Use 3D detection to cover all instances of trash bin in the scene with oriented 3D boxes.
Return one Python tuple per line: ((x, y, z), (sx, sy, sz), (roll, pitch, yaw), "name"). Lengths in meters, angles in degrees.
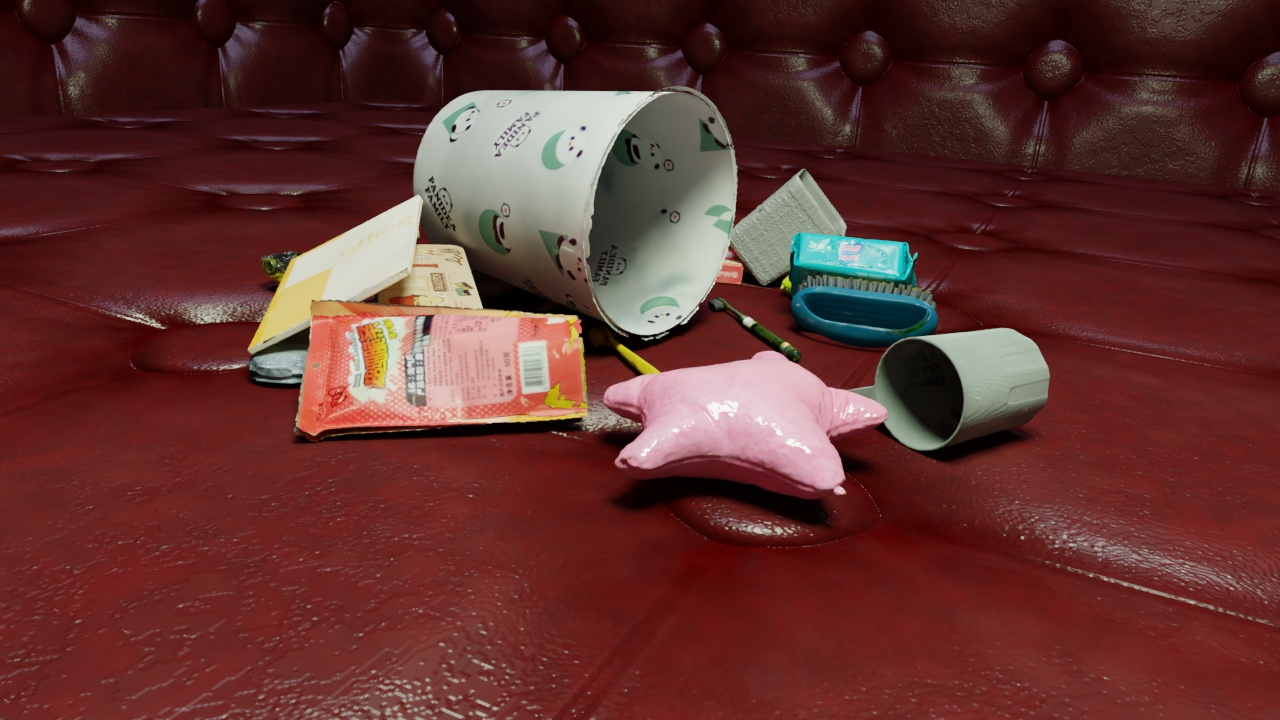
((-0.071, -0.161, 0.898), (0.252, 0.230, 0.228), (18, 24, 34), "trash bin")

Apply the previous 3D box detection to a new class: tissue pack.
((0.223, -0.087, 0.967), (0.133, 0.093, 0.050), (10, 62, 15), "tissue pack")

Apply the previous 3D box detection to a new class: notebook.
((-0.259, -0.082, 0.804), (0.146, 0.010, 0.206), (-26, 28, 3), "notebook")

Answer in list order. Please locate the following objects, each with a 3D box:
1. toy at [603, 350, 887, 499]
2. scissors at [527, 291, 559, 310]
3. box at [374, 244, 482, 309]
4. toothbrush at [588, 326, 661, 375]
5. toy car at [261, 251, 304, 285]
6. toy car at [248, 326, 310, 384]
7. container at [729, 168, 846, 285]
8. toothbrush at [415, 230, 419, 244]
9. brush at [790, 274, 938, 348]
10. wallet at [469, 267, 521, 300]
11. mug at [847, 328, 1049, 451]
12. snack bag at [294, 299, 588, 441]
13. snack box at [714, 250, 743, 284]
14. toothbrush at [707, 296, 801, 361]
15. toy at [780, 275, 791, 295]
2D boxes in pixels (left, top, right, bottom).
((0.066, 0.045, 0.607), (0.194, 0.075, 0.178), (-11, 26, -27), "toy")
((-0.065, -0.084, 1.030), (0.189, 0.015, 0.225), (12, 22, 24), "scissors")
((-0.194, -0.040, 0.817), (0.091, 0.078, 0.168), (-2, 26, -17), "box")
((-0.005, 0.005, 0.791), (0.016, 0.016, 0.190), (-10, 23, -22), "toothbrush")
((-0.352, -0.084, 0.961), (0.105, 0.032, 0.048), (26, 27, 24), "toy car")
((-0.281, -0.013, 0.767), (0.054, 0.037, 0.120), (5, 23, 4), "toy car")
((0.174, -0.157, 1.108), (0.114, 0.090, 0.090), (-36, 5, 23), "container")
((-0.244, -0.105, 0.937), (0.018, 0.016, 0.192), (-18, -3, -22), "toothbrush")
((0.220, -0.043, 0.910), (0.144, 0.055, 0.073), (8, 40, 13), "brush")
((-0.192, -0.086, 0.996), (0.090, 0.033, 0.115), (20, 29, 36), "wallet")
((0.232, 0.021, 0.709), (0.103, 0.083, 0.124), (-8, -2, -32), "mug")
((-0.145, 0.004, 0.685), (0.207, 0.073, 0.128), (-2, 49, -10), "snack bag")
((0.052, -0.122, 1.142), (0.153, 0.025, 0.075), (5, 19, 6), "snack box")
((0.111, -0.034, 0.925), (0.017, 0.012, 0.186), (-9, 23, -17), "toothbrush")
((0.213, -0.084, 1.054), (0.100, 0.031, 0.096), (2, 21, -5), "toy")
